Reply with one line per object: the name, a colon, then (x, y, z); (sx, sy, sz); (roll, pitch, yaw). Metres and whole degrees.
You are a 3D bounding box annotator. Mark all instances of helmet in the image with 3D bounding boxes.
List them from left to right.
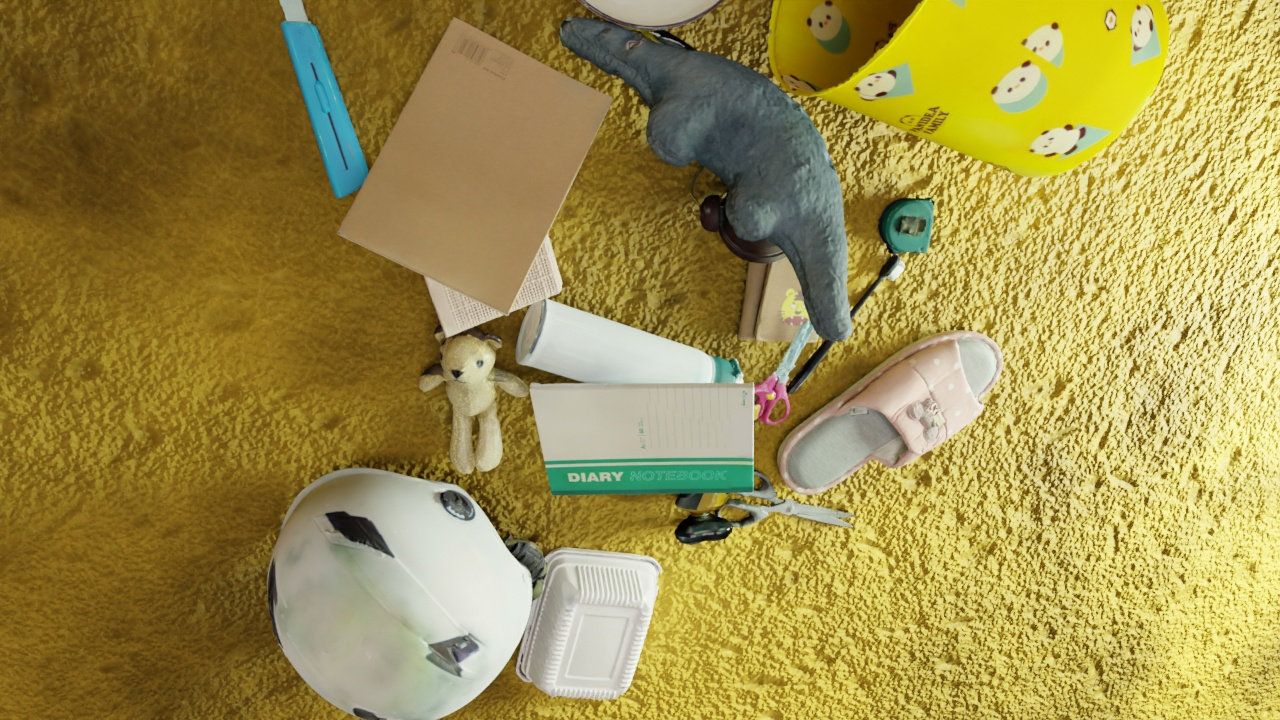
helmet: (-0.237, 0.233, 0.850); (0.229, 0.145, 0.258); (-40, 103, 12)

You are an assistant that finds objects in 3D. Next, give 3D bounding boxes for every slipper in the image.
slipper: (0.273, 0.061, 0.986); (0.274, 0.054, 0.114); (-30, 115, -1)

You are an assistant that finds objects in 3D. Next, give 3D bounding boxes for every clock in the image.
clock: (0.103, -0.142, 0.849); (0.122, 0.055, 0.082); (28, 77, 7)

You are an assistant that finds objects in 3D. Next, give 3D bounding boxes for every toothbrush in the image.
toothbrush: (0.212, -0.034, 0.954); (0.018, 0.015, 0.181); (34, 99, -32)

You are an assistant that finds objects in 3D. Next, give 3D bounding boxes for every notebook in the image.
notebook: (-0.131, -0.162, 0.755); (0.149, 0.012, 0.211); (26, 77, -8)
notebook: (0.005, 0.078, 0.893); (0.209, 0.012, 0.151); (-1, 131, 6)

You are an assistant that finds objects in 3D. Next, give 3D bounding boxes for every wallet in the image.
wallet: (0.146, -0.074, 0.915); (0.090, 0.033, 0.115); (1, 114, -15)

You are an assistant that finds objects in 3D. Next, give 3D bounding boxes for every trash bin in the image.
trash bin: (0.276, -0.283, 0.767); (0.255, 0.229, 0.230); (17, 106, -26)

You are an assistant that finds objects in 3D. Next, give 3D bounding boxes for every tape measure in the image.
tape measure: (0.269, -0.135, 0.923); (0.054, 0.025, 0.058); (-3, 111, -14)

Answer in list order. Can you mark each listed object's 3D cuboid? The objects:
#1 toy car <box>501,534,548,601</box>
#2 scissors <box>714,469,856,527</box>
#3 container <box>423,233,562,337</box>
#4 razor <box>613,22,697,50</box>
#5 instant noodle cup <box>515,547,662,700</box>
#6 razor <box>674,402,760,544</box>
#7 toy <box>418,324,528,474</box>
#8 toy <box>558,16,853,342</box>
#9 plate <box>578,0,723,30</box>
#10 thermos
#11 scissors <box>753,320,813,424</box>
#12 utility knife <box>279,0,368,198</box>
toy car: (-0.165, 0.245, 0.955); (0.158, 0.042, 0.070); (-41, 112, 9)
scissors: (0.167, 0.157, 1.020); (0.173, 0.014, 0.142); (-19, 115, -6)
container: (-0.136, -0.088, 0.807); (0.111, 0.090, 0.090); (-20, 114, -10)
razor: (0.023, -0.283, 0.804); (0.142, 0.022, 0.042); (27, 73, -20)
instant noodle cup: (-0.052, 0.296, 0.996); (0.138, 0.060, 0.174); (10, 110, -18)
razor: (0.085, 0.118, 0.958); (0.068, 0.062, 0.168); (26, 106, 19)
toy: (-0.160, 0.039, 0.862); (0.105, 0.066, 0.157); (7, 122, 7)
toy: (0.081, -0.178, 0.775); (0.356, 0.092, 0.137); (47, 67, 2)
plate: (0.004, -0.370, 0.748); (0.192, 0.039, 0.192); (-4, 105, -14)
thermos: (-0.005, 0.005, 0.888); (0.224, 0.073, 0.073); (18, 106, -20)
scissors: (0.149, 0.014, 0.942); (0.064, 0.017, 0.136); (21, 119, -15)
utility knife: (-0.268, -0.235, 0.753); (0.034, 0.018, 0.203); (-16, 113, -7)
